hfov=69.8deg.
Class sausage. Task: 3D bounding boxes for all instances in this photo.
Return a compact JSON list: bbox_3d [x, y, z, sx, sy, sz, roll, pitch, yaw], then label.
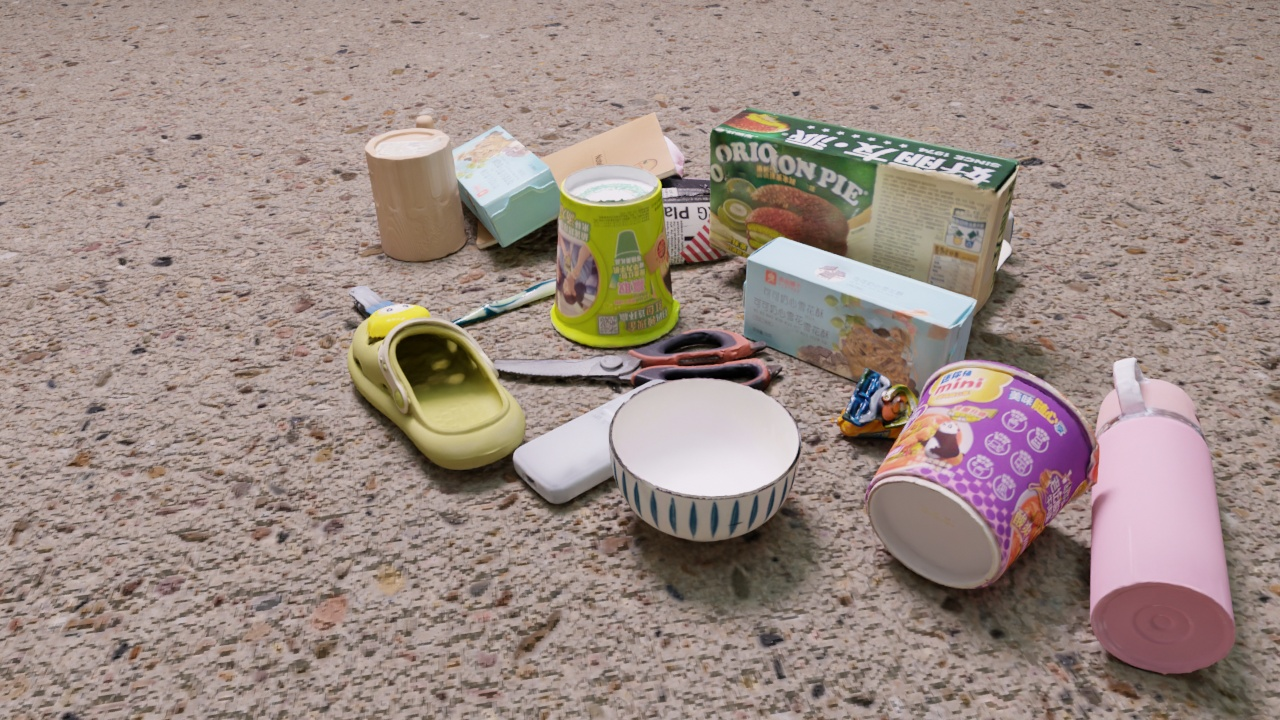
[{"bbox_3d":[0.216,0.047,0.636,0.165,0.021,0.021,4,35,7],"label":"sausage"}]

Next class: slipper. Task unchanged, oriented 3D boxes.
[{"bbox_3d":[-0.148,0.003,0.662,0.091,0.082,0.190,-20,39,-30],"label":"slipper"}]

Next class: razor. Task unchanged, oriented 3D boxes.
[{"bbox_3d":[0.209,0.049,0.612,0.143,0.022,0.042,26,73,15],"label":"razor"}]

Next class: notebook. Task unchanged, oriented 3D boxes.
[{"bbox_3d":[-0.071,-0.187,0.940,0.208,0.008,0.147,-20,36,7],"label":"notebook"}]

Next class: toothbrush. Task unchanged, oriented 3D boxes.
[{"bbox_3d":[-0.126,-0.048,0.791,0.191,0.018,0.016,-23,40,-28],"label":"toothbrush"}]

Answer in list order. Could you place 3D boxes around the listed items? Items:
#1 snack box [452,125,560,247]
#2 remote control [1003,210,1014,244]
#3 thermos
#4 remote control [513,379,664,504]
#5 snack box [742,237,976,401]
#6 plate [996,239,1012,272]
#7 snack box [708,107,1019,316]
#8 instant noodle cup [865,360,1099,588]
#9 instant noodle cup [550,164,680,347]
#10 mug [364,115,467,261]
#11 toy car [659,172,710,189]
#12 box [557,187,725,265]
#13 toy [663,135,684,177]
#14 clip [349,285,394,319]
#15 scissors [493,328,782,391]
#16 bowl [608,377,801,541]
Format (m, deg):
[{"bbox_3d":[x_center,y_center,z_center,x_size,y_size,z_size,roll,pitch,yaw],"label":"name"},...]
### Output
[{"bbox_3d":[-0.139,-0.177,0.914,0.074,0.052,0.175,-31,35,-9],"label":"snack box"},{"bbox_3d":[0.304,-0.141,0.887,0.024,0.049,0.125,-20,38,-21],"label":"remote control"},{"bbox_3d":[0.297,0.077,0.536,0.067,0.087,0.198,-15,26,35],"label":"thermos"},{"bbox_3d":[-0.020,0.054,0.635,0.135,0.020,0.056,-26,40,-31],"label":"remote control"},{"bbox_3d":[0.163,-0.032,0.707,0.175,0.074,0.051,24,42,32],"label":"snack box"},{"bbox_3d":[0.230,-0.085,0.819,0.164,0.034,0.163,24,42,32],"label":"plate"},{"bbox_3d":[0.171,-0.123,0.746,0.240,0.115,0.063,20,41,30],"label":"snack box"},{"bbox_3d":[0.191,0.070,0.536,0.112,0.112,0.099,26,50,34],"label":"instant noodle cup"},{"bbox_3d":[-0.022,-0.091,0.756,0.112,0.124,0.111,-1,34,0],"label":"instant noodle cup"},{"bbox_3d":[-0.214,-0.171,0.898,0.084,0.104,0.124,0,35,3],"label":"mug"},{"bbox_3d":[0.071,-0.167,0.945,0.122,0.037,0.056,-3,35,-25],"label":"toy car"},{"bbox_3d":[0.006,-0.118,0.860,0.163,0.076,0.087,-5,54,-10],"label":"box"},{"bbox_3d":[-0.031,-0.209,0.998,0.159,0.054,0.121,-4,37,8],"label":"toy"},{"bbox_3d":[-0.234,-0.047,0.795,0.026,0.038,0.058,-27,43,-30],"label":"clip"},{"bbox_3d":[-0.007,-0.003,0.724,0.209,0.015,0.184,24,43,32],"label":"scissors"},{"bbox_3d":[0.039,0.069,0.571,0.116,0.066,0.116,0,35,0],"label":"bowl"}]
